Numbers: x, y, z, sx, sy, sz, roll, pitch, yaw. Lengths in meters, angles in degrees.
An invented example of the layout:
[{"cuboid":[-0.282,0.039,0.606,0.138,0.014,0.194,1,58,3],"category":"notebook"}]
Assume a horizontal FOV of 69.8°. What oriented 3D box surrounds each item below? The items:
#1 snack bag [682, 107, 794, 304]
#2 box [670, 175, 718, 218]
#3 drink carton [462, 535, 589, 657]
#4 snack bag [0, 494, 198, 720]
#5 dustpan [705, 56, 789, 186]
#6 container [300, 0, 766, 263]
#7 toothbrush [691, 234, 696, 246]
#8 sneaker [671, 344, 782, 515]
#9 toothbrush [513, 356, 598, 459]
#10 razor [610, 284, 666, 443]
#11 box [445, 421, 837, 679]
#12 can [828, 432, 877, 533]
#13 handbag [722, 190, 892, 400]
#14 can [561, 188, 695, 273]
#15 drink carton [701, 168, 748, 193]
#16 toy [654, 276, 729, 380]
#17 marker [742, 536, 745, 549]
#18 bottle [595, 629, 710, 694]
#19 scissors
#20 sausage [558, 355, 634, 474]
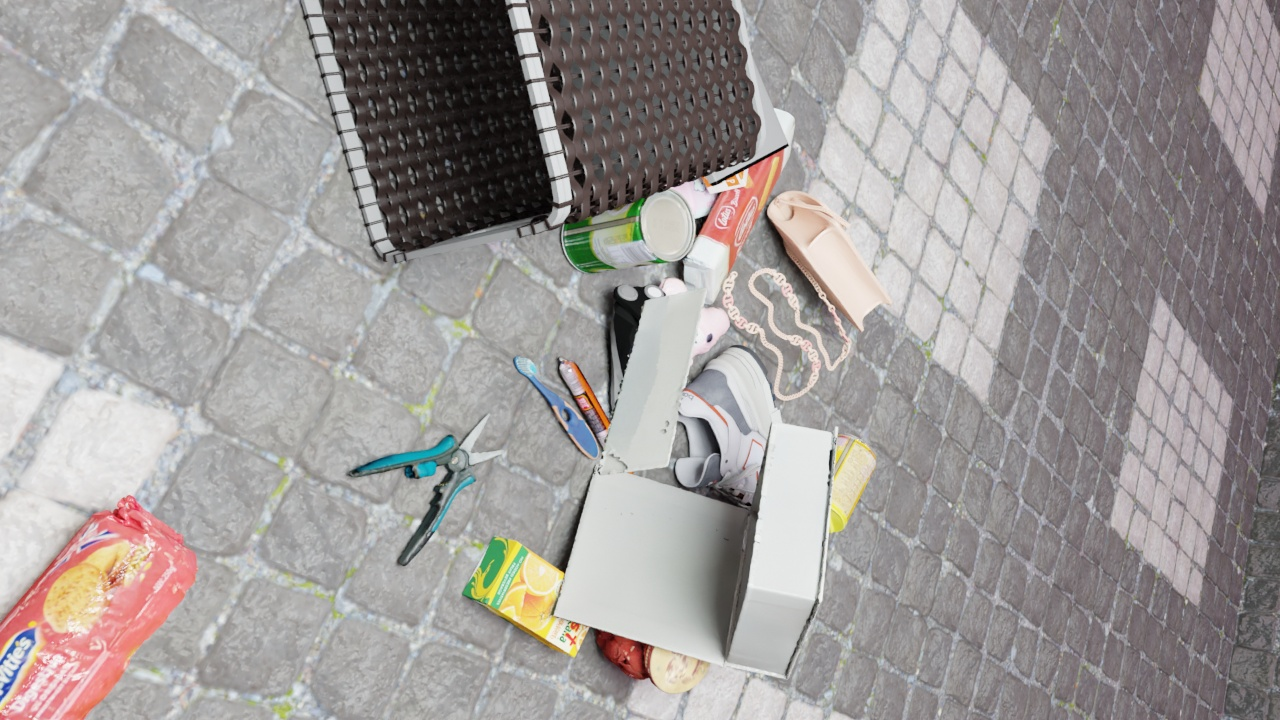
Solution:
[{"cuboid":[0.107,-0.168,0.991,0.077,0.041,0.224,83,31,-62],"category":"snack bag"},{"cuboid":[0.027,-0.238,0.921,0.153,0.041,0.201,-25,106,-47],"category":"box"},{"cuboid":[-0.094,0.216,0.834,0.122,0.041,0.058,43,63,-33],"category":"drink carton"},{"cuboid":[-0.359,0.176,0.584,0.082,0.082,0.176,46,63,-31],"category":"snack bag"},{"cuboid":[0.050,-0.305,0.892,0.162,0.033,0.257,-37,106,-48],"category":"dustpan"},{"cuboid":[-0.077,-0.234,0.723,0.242,0.248,0.245,-24,105,-42],"category":"container"},{"cuboid":[0.027,-0.205,0.961,0.017,0.012,0.187,-26,107,-24],"category":"toothbrush"},{"cuboid":[0.099,0.113,0.980,0.124,0.089,0.240,-23,96,-34],"category":"sneaker"},{"cuboid":[-0.076,0.046,0.867,0.021,0.017,0.135,-50,120,-27],"category":"toothbrush"},{"cuboid":[-0.005,0.005,0.907,0.057,0.060,0.156,-3,111,-29],"category":"razor"},{"cuboid":[0.006,0.201,0.877,0.165,0.448,0.166,45,43,-31],"category":"box"},{"cuboid":[0.232,0.146,1.097,0.067,0.068,0.104,52,58,-28],"category":"can"},{"cuboid":[0.167,-0.088,1.056,0.187,0.116,0.199,-42,126,4],"category":"handbag"},{"cuboid":[-0.014,-0.119,0.853,0.067,0.121,0.067,1,89,-41],"category":"can"},{"cuboid":[0.087,-0.236,0.959,0.058,0.040,0.122,55,36,-43],"category":"drink carton"},{"cuboid":[0.041,-0.027,0.946,0.099,0.053,0.095,32,82,-35],"category":"toy"},{"cuboid":[0.095,0.184,1.014,0.138,0.016,0.022,39,42,-34],"category":"marker"},{"cuboid":[0.014,0.257,0.882,0.098,0.111,0.099,-4,98,-30],"category":"bottle"},{"cuboid":[-0.175,0.110,0.780,0.148,0.019,0.118,-5,92,-42],"category":"scissors"},{"cuboid":[-0.041,0.060,0.895,0.020,0.020,0.155,-42,116,-33],"category":"sausage"}]
